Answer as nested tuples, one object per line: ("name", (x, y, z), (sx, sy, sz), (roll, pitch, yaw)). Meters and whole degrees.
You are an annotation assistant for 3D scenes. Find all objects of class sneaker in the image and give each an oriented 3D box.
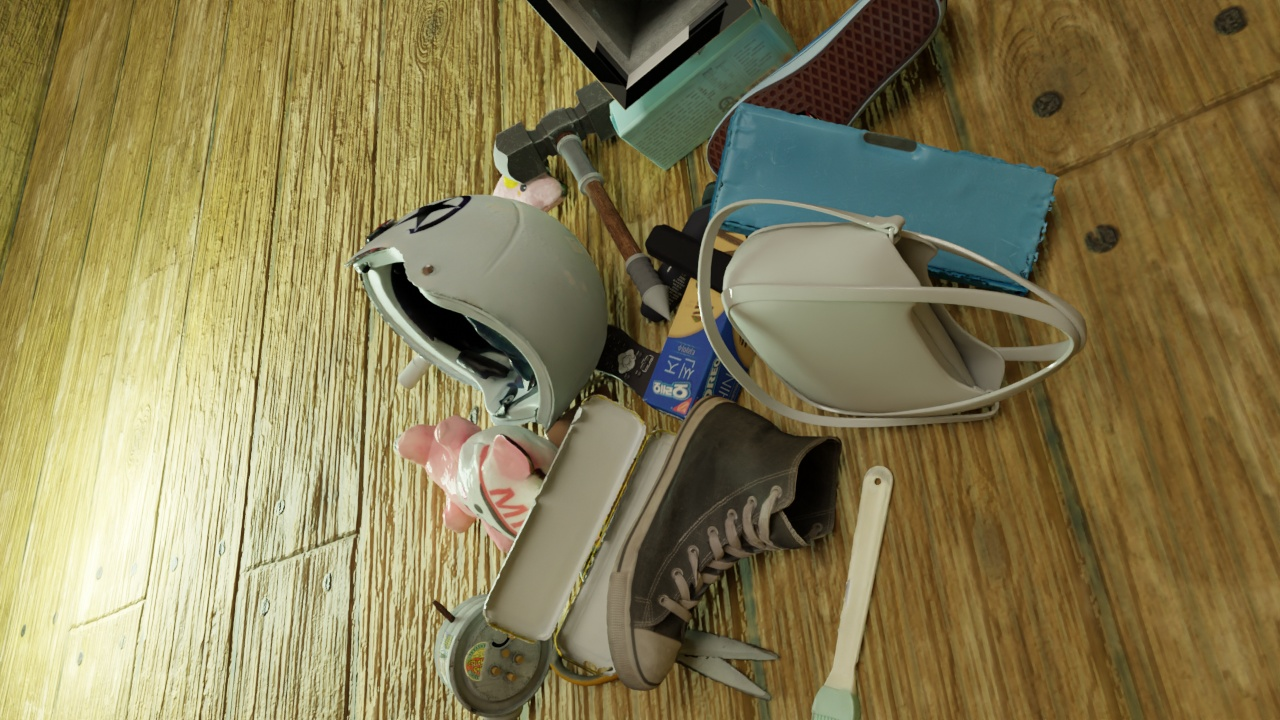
("sneaker", (0.063, 0.146, 0.691), (0.120, 0.095, 0.234), (13, 68, 42))
("sneaker", (0.163, -0.239, 0.793), (0.242, 0.083, 0.098), (-37, 9, 37))

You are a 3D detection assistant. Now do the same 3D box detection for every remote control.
("remote control", (-0.005, 0.005, 0.863), (0.124, 0.009, 0.046), (31, 94, 43))
("remote control", (0.053, -0.082, 0.766), (0.136, 0.015, 0.032), (33, 95, 40))

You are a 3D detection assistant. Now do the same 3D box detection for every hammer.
("hammer", (-0.034, -0.148, 0.886), (0.156, 0.043, 0.322), (-28, 52, 1))

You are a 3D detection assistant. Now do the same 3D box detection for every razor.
("razor", (0.046, -0.097, 0.841), (0.143, 0.047, 0.052), (-57, 23, 11))

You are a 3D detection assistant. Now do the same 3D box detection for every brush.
("brush", (0.154, 0.182, 0.661), (0.033, 0.012, 0.217), (3, 73, 41))

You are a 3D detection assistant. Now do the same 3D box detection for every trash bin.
("trash bin", (0.000, -0.379, 0.859), (0.143, 0.142, 0.246), (-33, 30, 26))

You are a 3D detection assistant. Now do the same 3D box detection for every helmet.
("helmet", (-0.140, -0.063, 0.874), (0.163, 0.236, 0.264), (-50, 29, -22))

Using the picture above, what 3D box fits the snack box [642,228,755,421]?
("snack box", (0.072, -0.044, 0.785), (0.056, 0.057, 0.206), (19, 86, 44))

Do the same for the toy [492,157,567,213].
("toy", (-0.129, -0.191, 1.016), (0.093, 0.050, 0.102), (-33, 53, 16))

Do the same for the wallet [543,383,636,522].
("wallet", (-0.044, 0.093, 0.858), (0.088, 0.013, 0.120), (-37, 56, 25))

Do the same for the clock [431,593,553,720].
("clock", (-0.127, 0.270, 0.811), (0.056, 0.103, 0.148), (3, 105, 50))

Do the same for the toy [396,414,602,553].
("toy", (-0.134, 0.111, 0.856), (0.084, 0.142, 0.214), (-40, 23, -32))

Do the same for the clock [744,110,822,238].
("clock", (0.133, -0.119, 0.721), (0.065, 0.114, 0.154), (-28, 66, 58))

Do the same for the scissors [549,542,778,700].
("scissors", (0.009, 0.238, 0.755), (0.226, 0.016, 0.162), (24, 87, 41))

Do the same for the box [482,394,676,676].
("box", (-0.033, 0.143, 0.759), (0.209, 0.129, 0.039), (-65, 3, -10))

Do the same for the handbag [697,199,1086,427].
("handbag", (0.165, -0.023, 0.595), (0.223, 0.216, 0.095), (3, 59, 45))

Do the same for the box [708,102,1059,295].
("box", (0.169, -0.115, 0.648), (0.231, 0.048, 0.093), (14, 84, 2))

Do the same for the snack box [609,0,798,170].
("snack box", (0.060, -0.261, 0.870), (0.175, 0.075, 0.053), (-35, 55, 25))

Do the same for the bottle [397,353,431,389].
("bottle", (-0.205, -0.044, 1.021), (0.195, 0.052, 0.052), (-48, 49, 16))
